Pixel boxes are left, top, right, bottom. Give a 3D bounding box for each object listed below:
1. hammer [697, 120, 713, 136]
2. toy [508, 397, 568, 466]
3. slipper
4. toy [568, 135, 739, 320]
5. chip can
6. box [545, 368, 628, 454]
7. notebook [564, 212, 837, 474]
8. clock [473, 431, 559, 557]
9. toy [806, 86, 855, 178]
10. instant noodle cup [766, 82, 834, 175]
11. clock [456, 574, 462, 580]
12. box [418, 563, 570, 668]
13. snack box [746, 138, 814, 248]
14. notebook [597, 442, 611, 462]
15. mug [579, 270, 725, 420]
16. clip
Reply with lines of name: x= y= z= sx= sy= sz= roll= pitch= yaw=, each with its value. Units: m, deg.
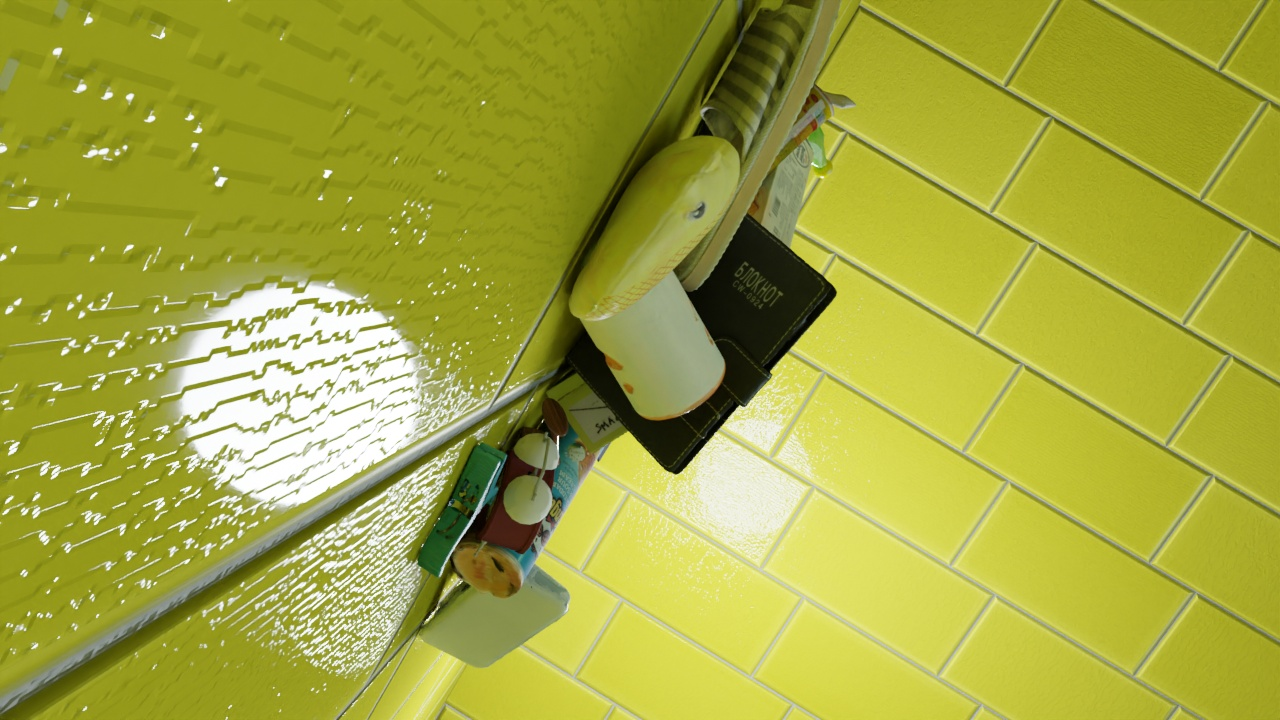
hammer: x=0.038 y=-0.158 z=0.866 sx=0.325 sy=0.034 sz=0.169 roll=-62 pitch=175 yaw=33
toy: x=-0.096 y=0.080 z=0.853 sx=0.054 sy=0.041 sz=0.102 roll=-18 pitch=153 yaw=-15
slipper: x=0.080 y=-0.184 z=0.728 sx=0.273 sy=0.054 sz=0.114 roll=-67 pitch=-160 yaw=11
toy: x=0.010 y=-0.097 z=0.643 sx=0.170 sy=0.064 sz=0.155 roll=-55 pitch=-168 yaw=-28
chip can: x=-0.105 y=0.131 z=0.924 sx=0.080 sy=0.080 sz=0.228 roll=-61 pitch=178 yaw=42
box: x=-0.006 y=0.005 z=0.958 sx=0.125 sy=0.079 sz=0.220 roll=-32 pitch=-172 yaw=17
notebook: x=0.046 y=-0.027 z=0.790 sx=0.209 sy=0.169 sz=0.029 roll=-51 pitch=148 yaw=14
clock: x=-0.105 y=0.116 z=0.793 sx=0.087 sy=0.044 sz=0.125 roll=-85 pitch=-158 yaw=-46
toy: x=0.191 y=-0.288 z=1.145 sx=0.124 sy=0.131 sz=0.097 roll=-59 pitch=172 yaw=-4
instant noodle cup: x=0.129 y=-0.247 z=0.964 sx=0.112 sy=0.100 sz=0.100 roll=-50 pitch=178 yaw=3
clock: x=-0.144 y=0.206 z=1.045 sx=0.130 sy=0.086 sz=0.161 roll=-57 pitch=171 yaw=-46
box: x=-0.155 y=0.264 z=0.981 sx=0.214 sy=0.118 sz=0.062 roll=-48 pitch=-164 yaw=40
snack box: x=0.120 y=-0.173 z=1.023 sx=0.104 sy=0.057 sz=0.207 roll=-13 pitch=-138 yaw=36
notebook: x=-0.012 y=-0.005 z=1.190 sx=0.169 sy=0.019 sz=0.230 roll=88 pitch=27 yaw=-47
mug: x=0.008 y=-0.018 z=0.715 sx=0.082 sy=0.105 sz=0.082 roll=-24 pitch=-150 yaw=14
clip: x=-0.138 y=0.118 z=0.700 sx=0.118 sy=0.033 sz=0.120 roll=-55 pitch=177 yaw=-13
